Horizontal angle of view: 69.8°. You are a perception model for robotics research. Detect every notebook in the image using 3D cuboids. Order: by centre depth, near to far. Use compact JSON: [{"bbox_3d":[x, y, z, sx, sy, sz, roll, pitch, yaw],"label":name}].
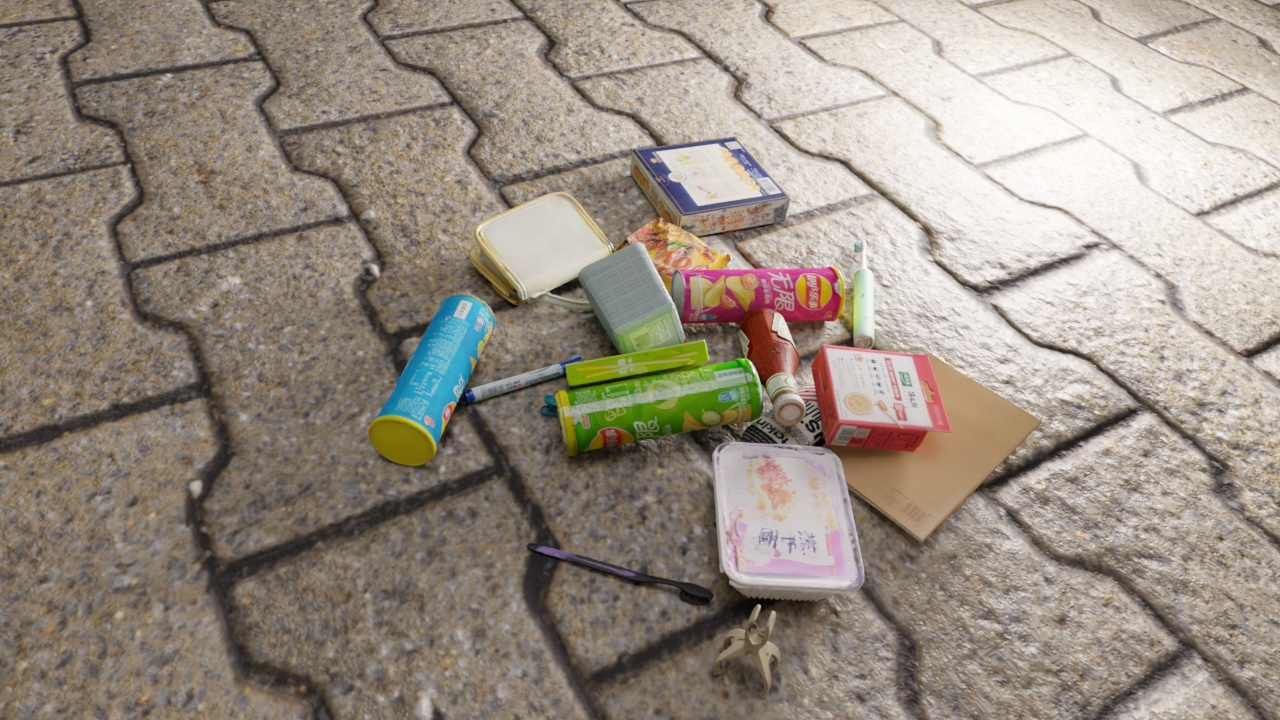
[{"bbox_3d":[0.315,0.089,1.011,0.211,0.012,0.149,-37,54,-22],"label":"notebook"}]

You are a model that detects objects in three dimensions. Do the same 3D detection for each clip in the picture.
[{"bbox_3d":[0.087,0.249,0.804,0.094,0.102,0.034,2,39,32],"label":"clip"},{"bbox_3d":[-0.084,0.054,1.029,0.057,0.049,0.015,11,43,-5],"label":"clip"}]

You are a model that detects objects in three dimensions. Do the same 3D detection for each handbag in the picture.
[{"bbox_3d":[-0.113,-0.121,1.189,0.163,0.063,0.178,-30,70,-32],"label":"handbag"}]

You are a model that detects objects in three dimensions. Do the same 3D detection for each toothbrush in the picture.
[{"bbox_3d":[-0.022,0.206,0.888,0.189,0.017,0.014,13,32,10],"label":"toothbrush"},{"bbox_3d":[0.299,-0.095,1.229,0.027,0.026,0.223,-6,41,18],"label":"toothbrush"}]

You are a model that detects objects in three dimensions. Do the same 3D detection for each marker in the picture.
[{"bbox_3d":[-0.133,0.022,1.057,0.145,0.017,0.017,-17,49,-23],"label":"marker"}]

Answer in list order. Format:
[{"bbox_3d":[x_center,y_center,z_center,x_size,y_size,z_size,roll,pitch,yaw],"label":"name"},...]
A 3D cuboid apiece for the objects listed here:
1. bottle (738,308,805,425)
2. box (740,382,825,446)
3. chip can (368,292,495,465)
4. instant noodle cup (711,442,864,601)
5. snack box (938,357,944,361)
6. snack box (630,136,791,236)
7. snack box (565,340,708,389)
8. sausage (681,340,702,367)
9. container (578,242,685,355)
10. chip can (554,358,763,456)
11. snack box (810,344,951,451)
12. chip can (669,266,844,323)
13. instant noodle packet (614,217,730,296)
[{"bbox_3d":[0.153,0.006,1.048,0.060,0.060,0.205,4,28,-4],"label":"bottle"},{"bbox_3d":[0.179,0.068,1.023,0.163,0.060,0.072,-33,36,-33],"label":"box"},{"bbox_3d":[-0.225,0.016,1.013,0.071,0.071,0.209,12,43,4],"label":"chip can"},{"bbox_3d":[0.139,0.166,0.914,0.138,0.060,0.173,4,45,-4],"label":"instant noodle cup"},{"bbox_3d":[0.349,0.058,1.074,0.086,0.034,0.140,-10,48,-17],"label":"snack box"},{"bbox_3d":[0.100,-0.260,1.360,0.182,0.046,0.177,-12,47,-20],"label":"snack box"},{"bbox_3d":[-0.006,0.006,1.031,0.156,0.086,0.026,-10,85,-5],"label":"snack box"},{"bbox_3d":[0.049,-0.013,1.115,0.021,0.021,0.165,-13,47,-20],"label":"sausage"},{"bbox_3d":[-0.007,-0.063,1.100,0.090,0.090,0.111,-27,53,-3],"label":"container"},{"bbox_3d":[0.021,0.049,0.991,0.221,0.073,0.072,-10,46,-7],"label":"chip can"},{"bbox_3d":[0.262,0.042,1.011,0.127,0.044,0.113,6,48,-8],"label":"snack box"},{"bbox_3d":[0.146,-0.081,1.159,0.210,0.072,0.071,-2,45,-11],"label":"chip can"},{"bbox_3d":[0.041,-0.137,1.228,0.128,0.044,0.110,34,54,25],"label":"instant noodle packet"}]
